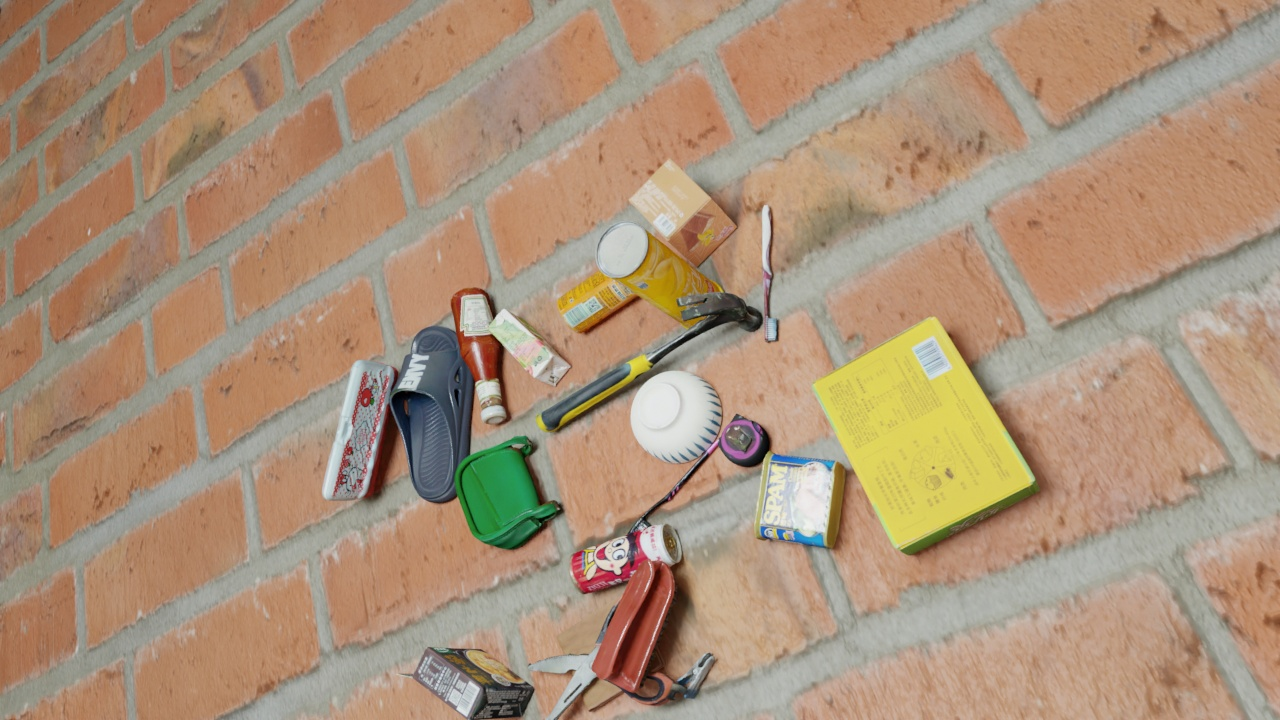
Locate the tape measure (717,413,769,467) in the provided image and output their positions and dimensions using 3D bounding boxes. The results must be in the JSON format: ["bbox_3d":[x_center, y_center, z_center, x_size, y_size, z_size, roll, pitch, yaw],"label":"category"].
[{"bbox_3d":[0.124,0.098,1.099,0.058,0.039,0.057,36,92,32],"label":"tape measure"}]

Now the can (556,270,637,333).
[{"bbox_3d":[-0.041,-0.097,1.241,0.146,0.058,0.058,-32,61,16],"label":"can"}]

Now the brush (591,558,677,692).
[{"bbox_3d":[-0.005,0.297,1.047,0.063,0.069,0.145,16,76,34],"label":"brush"}]

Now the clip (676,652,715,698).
[{"bbox_3d":[0.066,0.360,1.055,0.043,0.027,0.058,36,89,40],"label":"clip"}]

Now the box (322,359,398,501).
[{"bbox_3d":[-0.400,0.101,1.326,0.074,0.154,0.201,12,88,-6],"label":"box"}]

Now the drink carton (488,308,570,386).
[{"bbox_3d":[-0.157,-0.017,1.281,0.122,0.053,0.045,41,96,33],"label":"drink carton"}]

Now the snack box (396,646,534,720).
[{"bbox_3d":[-0.216,0.399,1.141,0.126,0.113,0.053,23,85,32],"label":"snack box"}]

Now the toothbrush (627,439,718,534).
[{"bbox_3d":[0.050,0.155,1.137,0.189,0.014,0.018,-47,68,7],"label":"toothbrush"}]

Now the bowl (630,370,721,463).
[{"bbox_3d":[0.036,0.065,1.141,0.117,0.066,0.116,-9,69,25],"label":"bowl"}]

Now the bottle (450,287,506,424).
[{"bbox_3d":[-0.227,-0.007,1.313,0.060,0.059,0.205,-25,64,19],"label":"bottle"}]

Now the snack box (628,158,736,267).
[{"bbox_3d":[0.056,-0.192,1.197,0.077,0.094,0.092,-45,59,9],"label":"snack box"}]

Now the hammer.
[{"bbox_3d":[-0.007,0.007,1.167,0.324,0.126,0.032,-31,62,24],"label":"hammer"}]

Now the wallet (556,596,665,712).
[{"bbox_3d":[-0.038,0.353,1.117,0.115,0.020,0.101,-36,61,11],"label":"wallet"}]

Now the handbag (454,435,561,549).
[{"bbox_3d":[-0.178,0.179,1.226,0.120,0.068,0.131,-30,61,9],"label":"handbag"}]

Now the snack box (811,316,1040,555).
[{"bbox_3d":[0.302,0.082,0.990,0.158,0.070,0.210,-31,62,16],"label":"snack box"}]

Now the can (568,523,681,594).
[{"bbox_3d":[-0.019,0.242,1.121,0.133,0.053,0.053,-23,64,21],"label":"can"}]

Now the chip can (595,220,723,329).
[{"bbox_3d":[0.029,-0.097,1.111,0.072,0.213,0.072,-9,71,28],"label":"chip can"}]

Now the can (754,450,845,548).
[{"bbox_3d":[0.181,0.158,1.039,0.083,0.057,0.102,4,76,27],"label":"can"}]

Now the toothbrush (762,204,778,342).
[{"bbox_3d":[0.164,-0.112,1.160,0.017,0.016,0.187,-4,72,19],"label":"toothbrush"}]

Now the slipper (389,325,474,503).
[{"bbox_3d":[-0.302,0.068,1.317,0.111,0.083,0.267,-14,69,22],"label":"slipper"}]

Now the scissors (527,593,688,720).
[{"bbox_3d":[-0.038,0.352,1.093,0.226,0.015,0.188,0,67,29],"label":"scissors"}]
